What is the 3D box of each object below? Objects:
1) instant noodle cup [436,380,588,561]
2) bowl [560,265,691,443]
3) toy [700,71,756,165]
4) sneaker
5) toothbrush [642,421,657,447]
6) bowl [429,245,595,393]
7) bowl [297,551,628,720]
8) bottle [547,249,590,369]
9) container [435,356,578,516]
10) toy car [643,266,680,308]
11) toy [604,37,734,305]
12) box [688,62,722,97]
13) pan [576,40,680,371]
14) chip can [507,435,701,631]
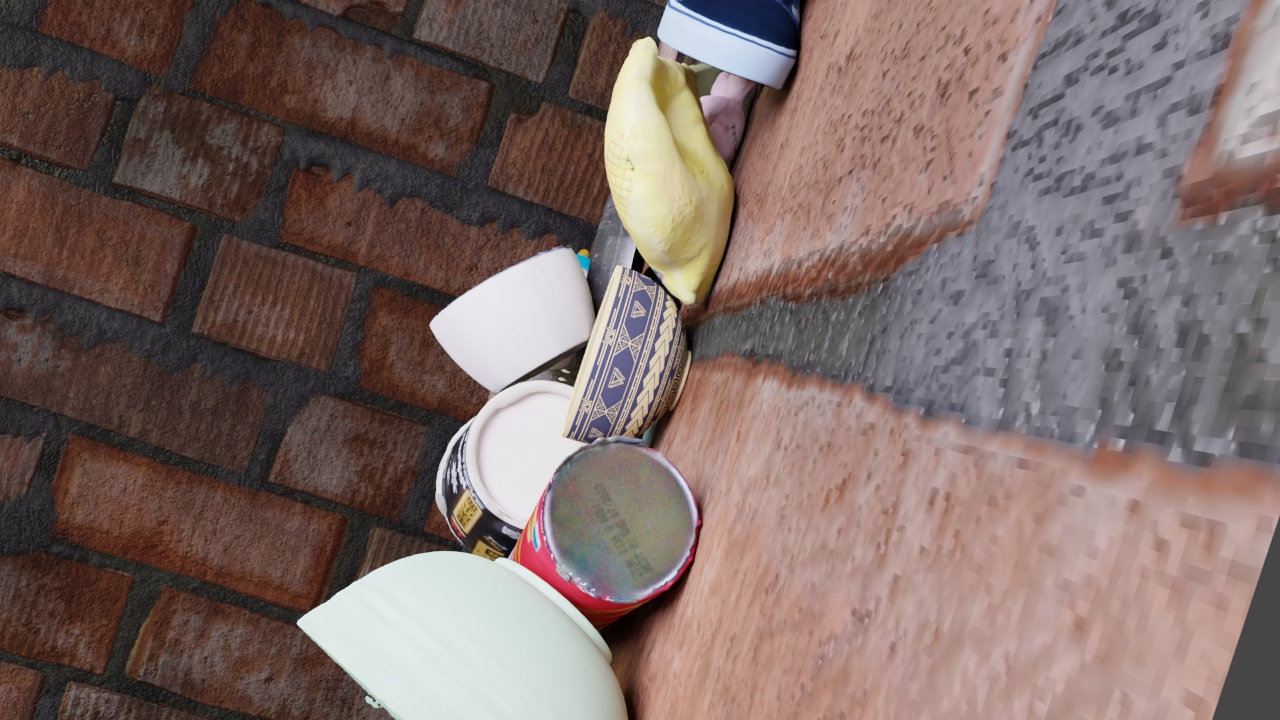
[{"bbox_3d":[-0.075,0.079,0.653,0.112,0.137,0.137,121,167,-66],"label":"instant noodle cup"},{"bbox_3d":[-0.003,0.003,0.575,0.112,0.061,0.112,-164,92,-85],"label":"bowl"},{"bbox_3d":[0.056,-0.175,0.675,0.110,0.047,0.063,-63,7,-8],"label":"toy"},{"bbox_3d":[0.069,-0.244,0.580,0.240,0.083,0.098,-75,6,-60],"label":"sneaker"},{"bbox_3d":[-0.003,0.067,0.614,0.016,0.016,0.180,113,174,-80],"label":"toothbrush"},{"bbox_3d":[-0.082,-0.024,0.648,0.116,0.065,0.116,-30,-1,-1],"label":"bowl"},{"bbox_3d":[-0.061,0.133,0.381,0.076,0.151,0.151,-47,-7,-26],"label":"bowl"},{"bbox_3d":[-0.066,-0.055,0.829,0.145,0.051,0.051,-75,6,-45],"label":"bottle"},{"bbox_3d":[-0.090,0.051,0.886,0.185,0.143,0.245,114,173,-49],"label":"container"},{"bbox_3d":[0.014,-0.055,0.755,0.111,0.034,0.046,-80,9,-56],"label":"toy car"},{"bbox_3d":[0.020,-0.110,0.560,0.170,0.065,0.155,-24,-71,-72],"label":"toy"},{"bbox_3d":[0.042,-0.202,0.850,0.140,0.044,0.188,-42,-18,-41],"label":"box"},{"bbox_3d":[-0.004,-0.139,0.729,0.207,0.040,0.357,-73,-6,-70],"label":"pan"},{"bbox_3d":[-0.032,0.107,0.474,0.233,0.073,0.073,121,167,-64],"label":"chip can"}]
